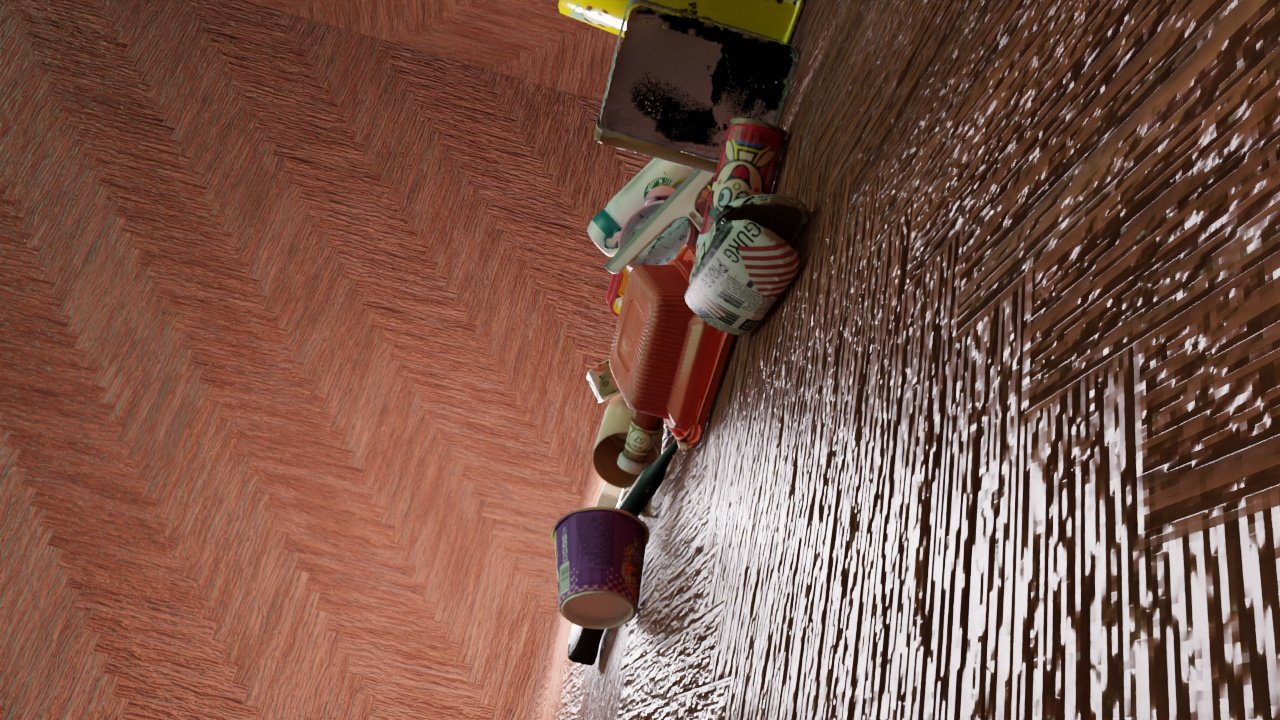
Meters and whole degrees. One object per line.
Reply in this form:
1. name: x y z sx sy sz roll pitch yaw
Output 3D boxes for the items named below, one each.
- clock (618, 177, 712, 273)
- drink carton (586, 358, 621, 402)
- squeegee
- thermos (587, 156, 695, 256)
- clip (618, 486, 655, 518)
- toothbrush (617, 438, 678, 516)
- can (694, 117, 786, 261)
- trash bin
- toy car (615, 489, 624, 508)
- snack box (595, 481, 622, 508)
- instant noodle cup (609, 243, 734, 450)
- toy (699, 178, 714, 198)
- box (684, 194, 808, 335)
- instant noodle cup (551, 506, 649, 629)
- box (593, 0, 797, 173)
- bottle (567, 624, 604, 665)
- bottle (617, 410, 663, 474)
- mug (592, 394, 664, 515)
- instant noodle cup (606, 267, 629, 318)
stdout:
1. clock: 0.038 -0.160 1.155 0.158 0.117 0.060 -59 -35 -8
2. drink carton: -0.007 0.007 1.166 0.045 0.122 0.053 62 171 6
3. squeegee: 0.073 -0.142 1.018 0.248 0.040 0.249 -45 25 12
4. thermos: 0.023 -0.233 1.244 0.224 0.073 0.073 -43 9 8
5. clip: 0.002 0.162 1.085 0.097 0.034 0.061 127 159 -67
6. toothbrush: 0.011 0.126 0.982 0.027 0.026 0.213 -89 21 -44
7. can: 0.090 -0.148 0.834 0.053 0.053 0.133 -113 38 -84
8. trash bin: 0.053 -0.449 1.031 0.229 0.255 0.229 -168 93 -86
9. toy car: -0.021 0.207 1.216 0.106 0.031 0.049 106 -178 -56
10. snack box: -0.059 0.230 1.215 0.084 0.027 0.157 -69 0 -74
11. instant noodle cup: 0.026 -0.019 0.896 0.188 0.079 0.165 -121 42 -63
12. toy: 0.041 -0.230 1.360 0.225 0.082 0.143 -59 -23 -15
13. box: 0.071 -0.060 0.681 0.164 0.075 0.080 123 152 -71
14. instant noodle cup: -0.044 0.231 1.001 0.112 0.111 0.099 109 165 -45
15. box: 0.055 -0.290 0.984 0.192 0.183 0.156 -90 16 -65
16. bottle: -0.054 0.316 1.207 0.079 0.044 0.195 -81 8 -55
17. bottle: 0.020 0.033 1.046 0.059 0.060 0.206 -88 16 -74
18. mug: -0.008 0.115 1.159 0.103 0.084 0.125 -79 -21 -62
19. instant noodle cup: 0.028 -0.116 1.276 0.116 0.116 0.123 110 -174 -46
